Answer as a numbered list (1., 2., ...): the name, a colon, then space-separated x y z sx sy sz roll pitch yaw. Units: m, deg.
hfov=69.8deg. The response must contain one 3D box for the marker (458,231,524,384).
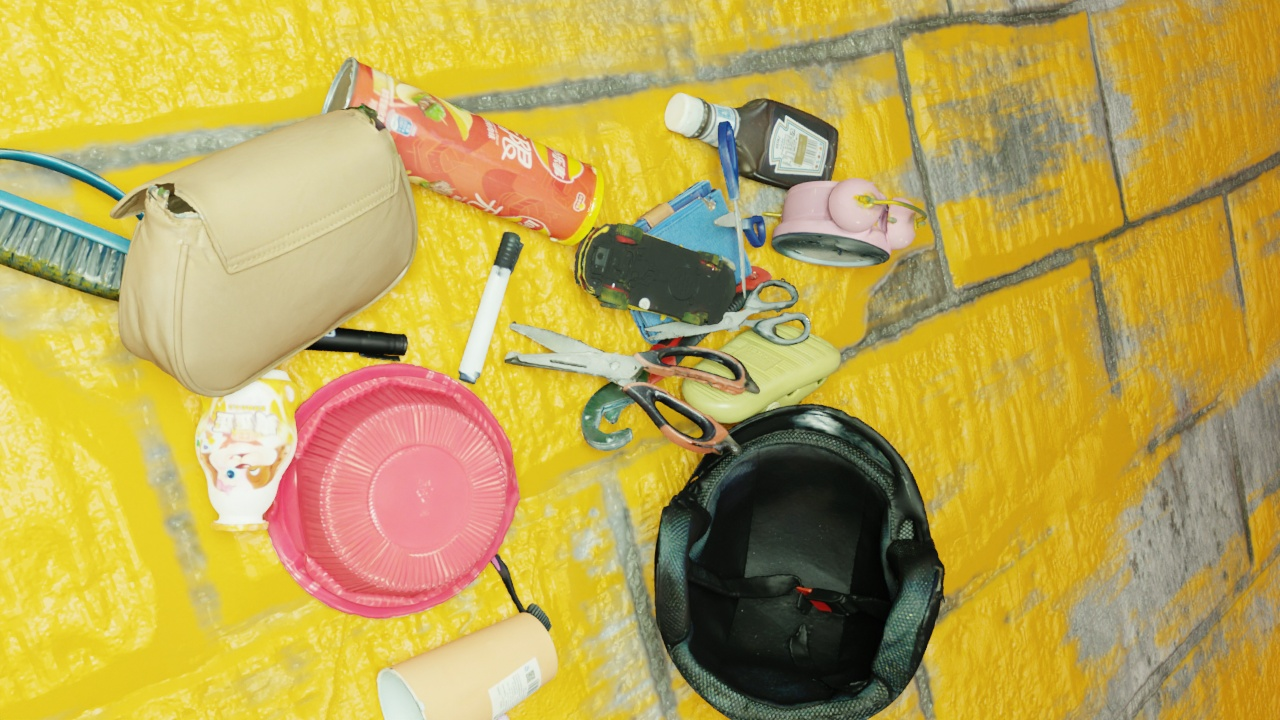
1. marker: -0.122 -0.043 0.750 0.022 0.018 0.130 26 73 -42

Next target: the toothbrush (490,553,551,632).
1. toothbrush: -0.122 0.153 0.747 0.017 0.014 0.189 -46 113 -46

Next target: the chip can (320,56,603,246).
1. chip can: -0.134 -0.158 0.713 0.216 0.073 0.073 19 78 -33

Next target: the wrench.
1. wrench: 0.036 -0.012 0.847 0.272 0.056 0.016 -45 146 -32

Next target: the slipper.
1. slipper: 0.111 0.025 0.885 0.190 0.092 0.082 -24 137 -40

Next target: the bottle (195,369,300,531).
1. bottle: -0.265 0.059 0.616 0.063 0.063 0.108 6 85 -35

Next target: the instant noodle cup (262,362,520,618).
1. instant noodle cup: -0.170 0.097 0.673 0.193 0.066 0.193 2 87 -31

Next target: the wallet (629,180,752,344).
1. wallet: 0.035 -0.093 0.850 0.132 0.040 0.106 -37 112 -24

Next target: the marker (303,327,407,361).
1. marker: -0.235 -0.015 0.668 0.131 0.020 0.022 5 114 -36

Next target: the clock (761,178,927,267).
1. clock: 0.204 -0.135 0.899 0.117 0.159 0.059 14 83 -35

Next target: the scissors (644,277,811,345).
1. scissors: 0.087 -0.029 0.850 0.136 0.014 0.174 42 56 -2

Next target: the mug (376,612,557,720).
1. mug: -0.128 0.245 0.703 0.122 0.078 0.078 -19 99 -39

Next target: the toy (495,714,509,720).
1. toy: -0.079 0.336 0.754 0.108 0.039 0.083 16 71 -33

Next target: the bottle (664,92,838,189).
1. bottle: 0.112 -0.220 0.907 0.194 0.044 0.080 8 93 -34

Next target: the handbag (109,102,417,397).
1. handbag: -0.236 -0.076 0.586 0.203 0.100 0.148 -45 158 -48

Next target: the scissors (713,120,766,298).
1. scissors: 0.089 -0.140 0.844 0.172 0.012 0.162 -25 105 -68

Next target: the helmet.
1. helmet: 0.133 0.185 0.798 0.230 0.233 0.274 77 27 -64

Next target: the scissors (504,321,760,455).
1. scissors: -0.002 0.018 0.772 0.195 0.015 0.215 -26 68 -34

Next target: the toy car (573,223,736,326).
1. toy car: 0.016 -0.071 0.795 0.155 0.041 0.071 12 93 -32

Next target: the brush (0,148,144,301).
1. brush: -0.358 -0.086 0.560 0.143 0.055 0.073 23 76 -32
